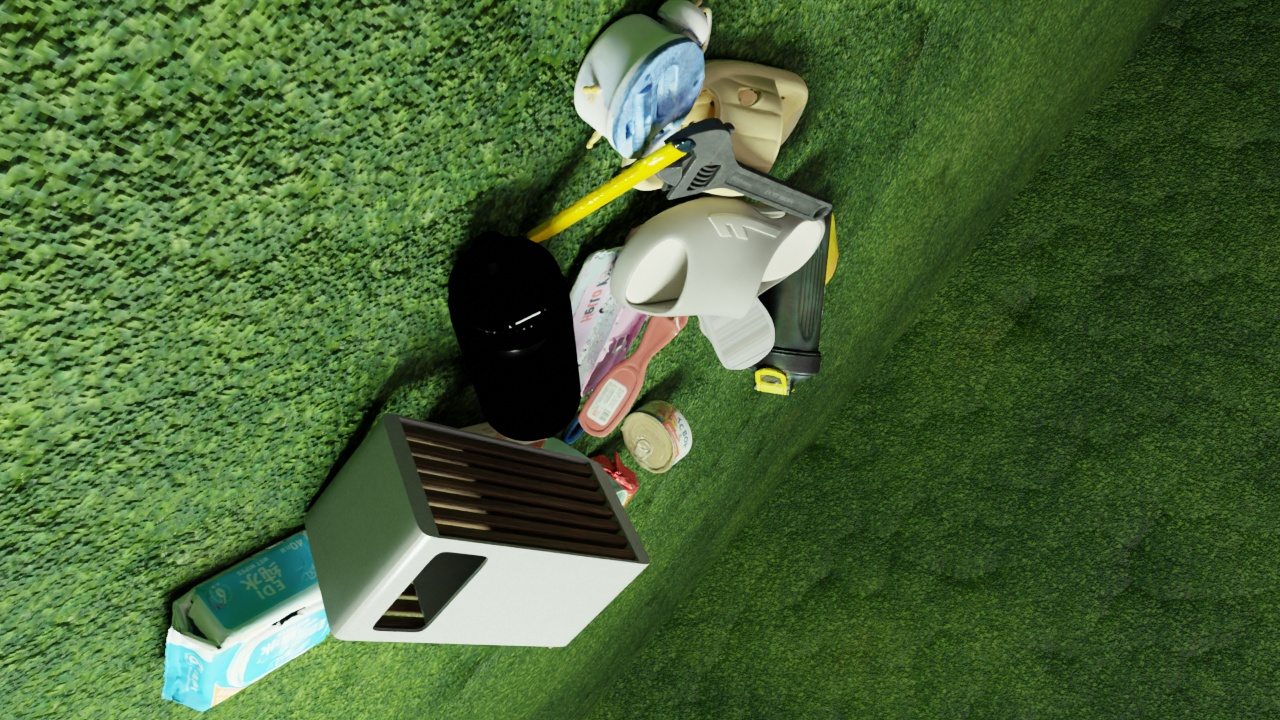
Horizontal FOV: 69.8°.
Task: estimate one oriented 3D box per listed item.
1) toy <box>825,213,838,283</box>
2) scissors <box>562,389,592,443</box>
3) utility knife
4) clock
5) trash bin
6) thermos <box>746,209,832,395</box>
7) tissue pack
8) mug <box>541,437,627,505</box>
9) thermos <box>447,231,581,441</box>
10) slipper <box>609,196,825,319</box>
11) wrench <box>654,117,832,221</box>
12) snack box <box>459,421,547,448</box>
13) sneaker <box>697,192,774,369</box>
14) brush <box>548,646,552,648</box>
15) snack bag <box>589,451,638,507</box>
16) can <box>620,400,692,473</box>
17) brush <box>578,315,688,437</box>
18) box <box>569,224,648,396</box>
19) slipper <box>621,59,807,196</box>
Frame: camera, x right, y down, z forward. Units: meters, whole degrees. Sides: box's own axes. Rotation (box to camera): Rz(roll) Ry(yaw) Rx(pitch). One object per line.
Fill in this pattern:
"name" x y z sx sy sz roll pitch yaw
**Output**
"toy" 0.187 -0.103 1.179 0.193 0.087 0.135 -42 156 -22
"scissors" -0.055 0.047 1.024 0.117 0.013 0.140 -44 164 -12
"utility knife" -0.028 -0.117 0.651 0.159 0.017 0.030 -30 170 27
"clock" 0.010 -0.196 0.630 0.125 0.052 0.089 -43 160 -21
"trash bin" -0.125 0.142 0.728 0.228 0.114 0.115 20 120 -45
"thermos" 0.173 -0.071 1.073 0.098 0.098 0.221 -7 106 -65
"tissue pack" -0.284 0.193 0.690 0.144 0.062 0.093 -28 151 -49
"mug" -0.089 0.150 0.994 0.111 0.104 0.084 -47 162 -12
"thermos" -0.092 -0.017 0.687 0.086 0.086 0.199 -43 161 -20
"slipper" 0.096 -0.087 0.837 0.265 0.080 0.113 -14 141 -43
"wrench" 0.095 -0.144 0.751 0.073 0.018 0.272 -40 157 27
"snack box" -0.172 0.124 0.848 0.147 0.041 0.143 -57 160 22
"sneaker" 0.081 -0.095 0.976 0.099 0.089 0.236 -27 136 -11
"brush" -0.130 0.256 1.044 0.045 0.143 0.008 -45 162 13
"snack bag" -0.070 0.198 1.179 0.177 0.082 0.082 -54 162 14
"can" 0.021 0.097 1.179 0.043 0.086 0.086 -32 155 -42
"brush" -0.005 0.005 0.903 0.173 0.041 0.030 -54 -178 25
"box" -0.037 -0.037 0.863 0.152 0.037 0.202 -24 149 -49
"slipper" 0.089 -0.194 0.782 0.260 0.079 0.112 -27 148 -51
